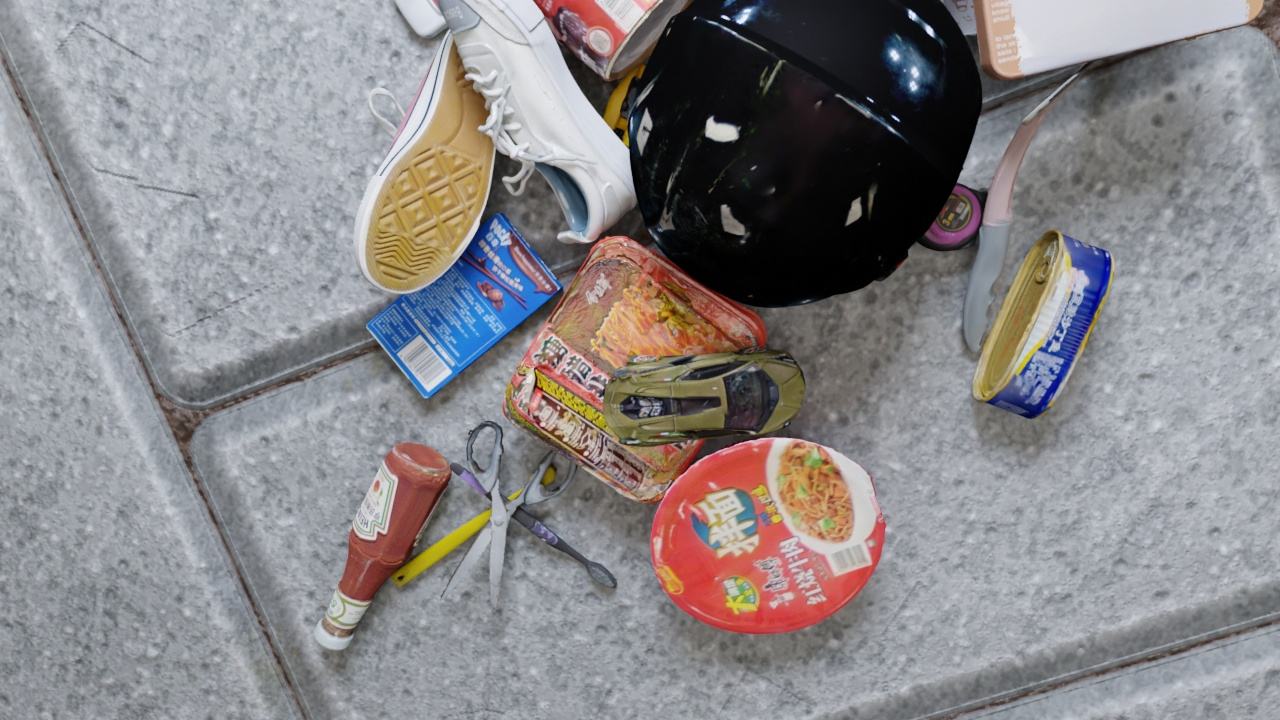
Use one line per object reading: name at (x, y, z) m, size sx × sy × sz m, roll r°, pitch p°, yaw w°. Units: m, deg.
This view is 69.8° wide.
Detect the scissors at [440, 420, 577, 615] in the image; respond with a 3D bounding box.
scissors at (-0.122, 0.134, 0.806) m, size 0.175 × 0.014 × 0.159 m, roll -27°, pitch 97°, yaw -1°

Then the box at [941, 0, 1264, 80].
box at (0.304, -0.275, 0.621) m, size 0.182 × 0.153 × 0.180 m, roll -9°, pitch 67°, yaw 7°

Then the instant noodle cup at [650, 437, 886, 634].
instant noodle cup at (0.104, 0.136, 0.773) m, size 0.194 × 0.065 × 0.194 m, roll 0°, pitch 114°, yaw 0°

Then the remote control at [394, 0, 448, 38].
remote control at (-0.142, -0.325, 0.756) m, size 0.136 × 0.020 × 0.056 m, roll -32°, pitch 96°, yaw 9°

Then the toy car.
toy car at (0.049, 0.028, 0.710) m, size 0.158 × 0.042 × 0.070 m, roll -7°, pitch 104°, yaw 2°

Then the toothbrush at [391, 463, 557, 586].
toothbrush at (-0.152, 0.151, 0.840) m, size 0.190 × 0.016 × 0.015 m, roll -36°, pitch 96°, yaw 11°

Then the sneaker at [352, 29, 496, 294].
sneaker at (-0.171, -0.166, 0.752) m, size 0.118 × 0.088 × 0.241 m, roll 23°, pitch 80°, yaw -29°

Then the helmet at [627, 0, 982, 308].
helmet at (0.101, -0.151, 0.655) m, size 0.233 × 0.229 × 0.275 m, roll 34°, pitch 128°, yaw 12°

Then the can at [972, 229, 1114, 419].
can at (0.321, -0.027, 0.736) m, size 0.049 × 0.074 × 0.148 m, roll 20°, pitch 100°, yaw -1°

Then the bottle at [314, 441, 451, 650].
bottle at (-0.239, 0.171, 0.829) m, size 0.060 × 0.059 × 0.206 m, roll 29°, pitch 102°, yaw 0°

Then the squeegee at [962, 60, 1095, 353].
squeegee at (0.285, -0.114, 0.708) m, size 0.040 × 0.246 × 0.250 m, roll 25°, pitch 128°, yaw 24°

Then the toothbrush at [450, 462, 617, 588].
toothbrush at (-0.094, 0.150, 0.821) m, size 0.189 × 0.016 × 0.014 m, roll 39°, pitch 95°, yaw -10°

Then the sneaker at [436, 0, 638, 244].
sneaker at (-0.093, -0.191, 0.701) m, size 0.090 × 0.090 × 0.242 m, roll -48°, pitch 120°, yaw -17°

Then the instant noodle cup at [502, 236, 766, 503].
instant noodle cup at (-0.005, 0.004, 0.769) m, size 0.164 × 0.079 × 0.189 m, roll 34°, pitch 102°, yaw -1°

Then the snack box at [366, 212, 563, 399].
snack box at (-0.153, -0.047, 0.800) m, size 0.157 × 0.026 × 0.084 m, roll -38°, pitch 94°, yaw 10°

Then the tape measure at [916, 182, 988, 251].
tape measure at (0.247, -0.117, 0.746) m, size 0.058 × 0.039 × 0.057 m, roll 9°, pitch 100°, yaw -1°

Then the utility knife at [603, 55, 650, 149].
utility knife at (0.003, -0.245, 0.758) m, size 0.033 × 0.015 × 0.165 m, roll 22°, pitch 100°, yaw -1°

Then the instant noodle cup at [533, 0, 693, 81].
instant noodle cup at (-0.027, -0.286, 0.690) m, size 0.138 × 0.137 × 0.108 m, roll -44°, pitch 92°, yaw 10°
